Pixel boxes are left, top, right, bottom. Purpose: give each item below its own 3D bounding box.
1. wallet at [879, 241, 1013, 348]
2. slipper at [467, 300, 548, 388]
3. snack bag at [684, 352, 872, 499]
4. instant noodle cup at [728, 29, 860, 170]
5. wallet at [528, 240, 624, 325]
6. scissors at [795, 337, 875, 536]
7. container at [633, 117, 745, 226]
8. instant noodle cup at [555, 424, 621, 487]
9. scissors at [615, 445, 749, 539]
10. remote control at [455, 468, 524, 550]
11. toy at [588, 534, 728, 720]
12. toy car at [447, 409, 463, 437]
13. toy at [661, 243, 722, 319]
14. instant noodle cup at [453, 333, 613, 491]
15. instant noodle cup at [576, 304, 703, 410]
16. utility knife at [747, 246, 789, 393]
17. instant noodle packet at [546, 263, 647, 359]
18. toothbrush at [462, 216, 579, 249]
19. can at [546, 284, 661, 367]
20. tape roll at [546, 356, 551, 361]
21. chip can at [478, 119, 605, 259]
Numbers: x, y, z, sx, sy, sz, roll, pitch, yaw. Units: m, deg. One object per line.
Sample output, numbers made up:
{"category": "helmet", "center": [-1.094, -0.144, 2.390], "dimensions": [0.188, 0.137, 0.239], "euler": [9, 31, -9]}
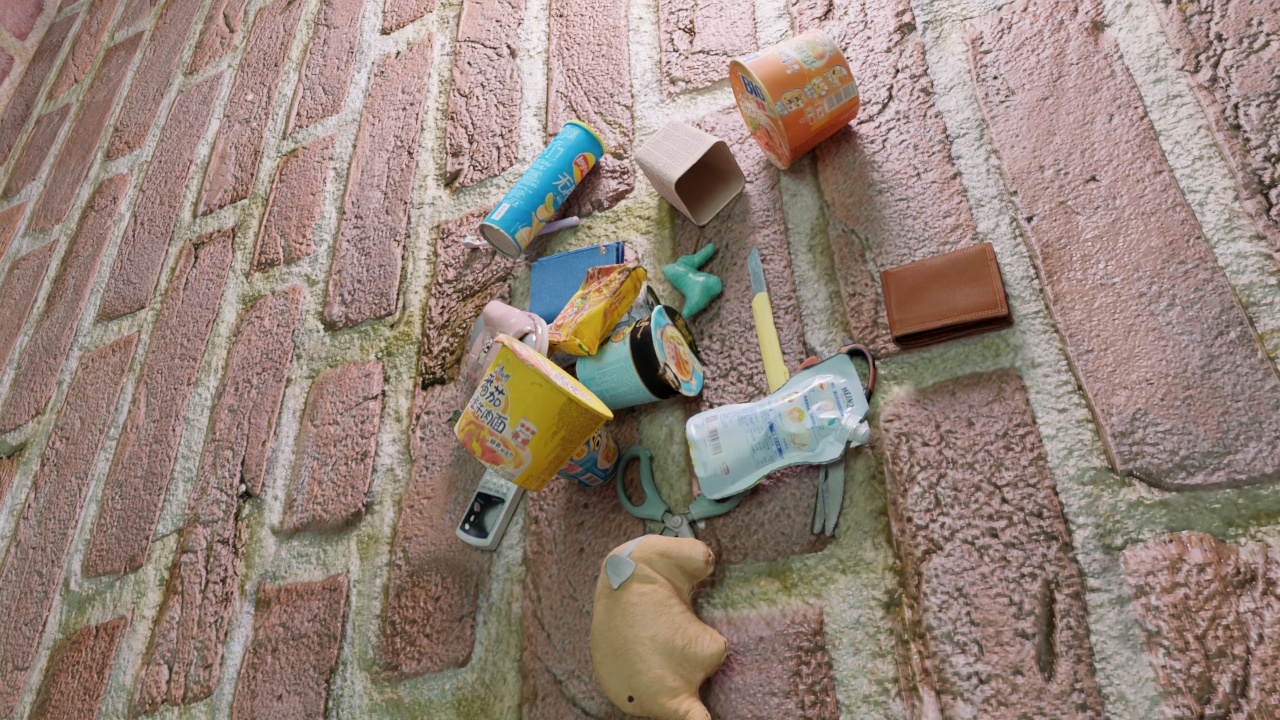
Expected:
{"category": "wallet", "center": [0.320, -0.069, 0.970], "dimensions": [0.125, 0.032, 0.101], "euler": [-14, 52, 21]}
{"category": "slipper", "center": [-0.177, -0.019, 1.132], "dimensions": [0.114, 0.054, 0.274], "euler": [-68, 25, 5]}
{"category": "snack bag", "center": [0.143, 0.070, 0.955], "dimensions": [0.191, 0.039, 0.110], "euler": [-22, 48, 13]}
{"category": "instant noodle cup", "center": [0.193, -0.328, 1.136], "dimensions": [0.111, 0.151, 0.151], "euler": [-29, 50, 0]}
{"category": "wallet", "center": [-0.084, -0.101, 1.213], "dimensions": [0.133, 0.040, 0.106], "euler": [-9, 66, 24]}
{"category": "scissors", "center": [0.190, 0.077, 0.960], "dimensions": [0.206, 0.015, 0.193], "euler": [-46, 51, -4]}
{"category": "container", "center": [0.060, -0.249, 1.193], "dimensions": [0.090, 0.090, 0.111], "euler": [-45, 47, -3]}
{"category": "instant noodle cup", "center": [-0.075, 0.094, 1.037], "dimensions": [0.099, 0.110, 0.099], "euler": [-14, 56, 22]}
{"category": "scissors", "center": [0.037, 0.137, 1.006], "dimensions": [0.180, 0.019, 0.170], "euler": [30, 79, 38]}
{"category": "remote control", "center": [-0.169, 0.155, 1.109], "dimensions": [0.058, 0.021, 0.149], "euler": [11, 66, 34]}
{"category": "toy", "center": [0.015, 0.279, 0.888], "dimensions": [0.144, 0.082, 0.225], "euler": [-24, 54, 25]}
{"category": "toy car", "center": [-0.199, 0.074, 1.164], "dimensions": [0.091, 0.042, 0.035], "euler": [-19, 75, 24]}
{"category": "toy", "center": [0.067, -0.103, 1.135], "dimensions": [0.096, 0.030, 0.092], "euler": [-40, 52, -6]}
{"category": "instant noodle cup", "center": [-0.114, 0.058, 0.930], "dimensions": [0.110, 0.138, 0.138], "euler": [-52, 50, 3]}
{"category": "instant noodle cup", "center": [-0.006, 0.006, 1.061], "dimensions": [0.121, 0.111, 0.111], "euler": [-20, 53, 27]}
{"category": "utility knife", "center": [0.144, -0.045, 1.058], "dimensions": [0.031, 0.022, 0.219], "euler": [-31, 54, 33]}
{"category": "instant noodle packet", "center": [-0.058, -0.057, 1.070], "dimensions": [0.128, 0.044, 0.111], "euler": [-56, 25, -18]}
{"category": "toothbrush", "center": [-0.172, -0.186, 1.328], "dimensions": [0.189, 0.029, 0.021], "euler": [-8, 98, 23]}
{"category": "can", "center": [-0.046, -0.042, 1.139], "dimensions": [0.147, 0.058, 0.058], "euler": [-22, 52, 16]}
{"category": "tape roll", "center": [-0.155, -0.003, 1.206], "dimensions": [0.086, 0.014, 0.085], "euler": [-14, 55, 22]}
{"category": "chip can", "center": [-0.137, -0.241, 1.293], "dimensions": [0.071, 0.071, 0.209], "euler": [20, 66, 37]}
